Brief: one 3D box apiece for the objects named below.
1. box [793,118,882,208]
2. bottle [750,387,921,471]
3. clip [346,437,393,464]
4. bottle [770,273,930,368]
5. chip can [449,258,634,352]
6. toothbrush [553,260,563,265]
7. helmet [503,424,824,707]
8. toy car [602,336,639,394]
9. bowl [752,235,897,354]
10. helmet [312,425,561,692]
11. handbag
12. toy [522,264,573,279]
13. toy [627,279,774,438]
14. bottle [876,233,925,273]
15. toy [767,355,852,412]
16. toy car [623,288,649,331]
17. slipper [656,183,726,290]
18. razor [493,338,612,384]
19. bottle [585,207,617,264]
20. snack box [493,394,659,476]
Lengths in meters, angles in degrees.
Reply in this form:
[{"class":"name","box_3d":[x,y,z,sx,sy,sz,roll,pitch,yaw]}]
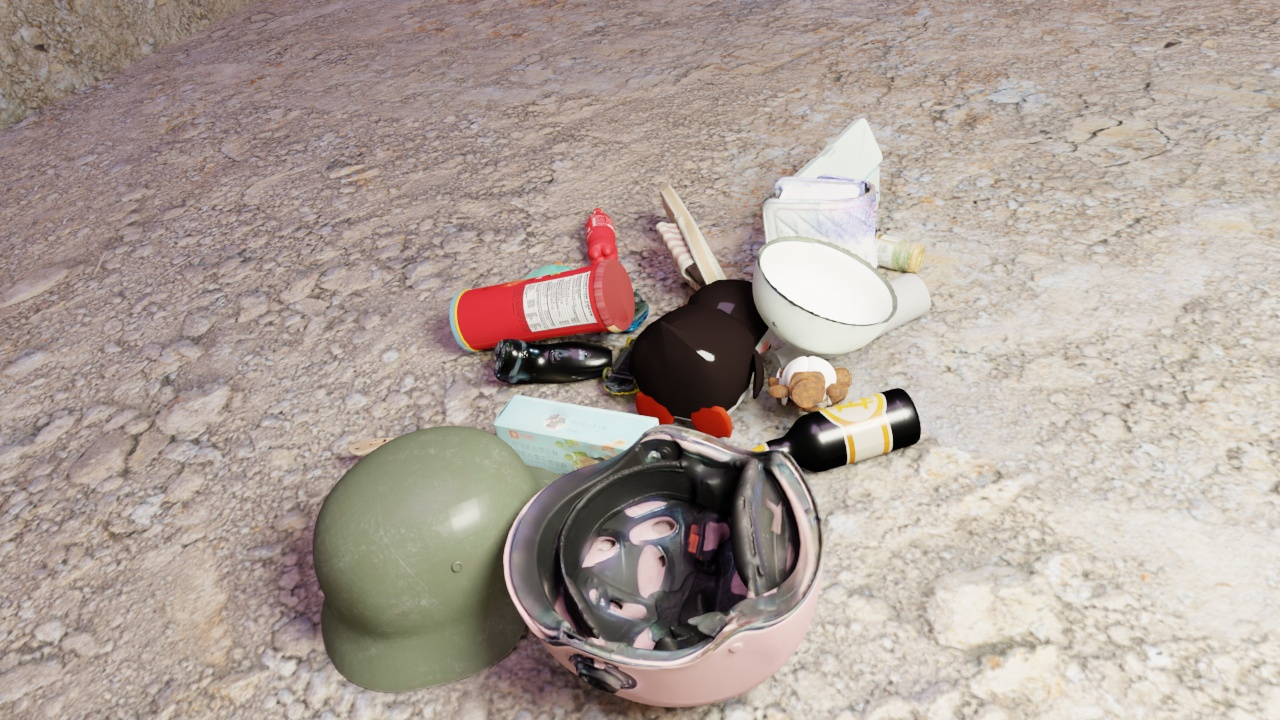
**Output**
[{"class":"box","box_3d":[0.257,-0.213,1.185,0.044,0.136,0.196,9,42,44]},{"class":"bottle","box_3d":[0.180,0.079,0.905,0.181,0.059,0.059,-16,38,-4]},{"class":"clip","box_3d":[-0.298,0.099,1.029,0.026,0.061,0.049,33,83,42]},{"class":"bottle","box_3d":[0.235,-0.038,1.042,0.195,0.052,0.052,-25,40,-15]},{"class":"chip can","box_3d":[-0.120,-0.063,1.112,0.214,0.087,0.086,-8,37,25]},{"class":"toothbrush","box_3d":[-0.111,-0.098,1.243,0.021,0.017,0.134,-8,36,-1]},{"class":"helmet","box_3d":[0.023,0.176,0.751,0.256,0.153,0.229,-4,42,13]},{"class":"toy car","box_3d":[-0.006,0.006,1.070,0.049,0.030,0.106,12,42,26]},{"class":"bowl","box_3d":[0.185,-0.060,0.967,0.153,0.073,0.153,11,39,-9]},{"class":"helmet","box_3d":[-0.189,0.149,0.840,0.267,0.154,0.227,-25,40,-16]},{"class":"handbag","box_3d":[0.218,-0.136,1.084,0.127,0.159,0.069,6,39,24]},{"class":"toy","box_3d":[-0.135,-0.084,1.207,0.085,0.033,0.105,4,55,35]},{"class":"toy","box_3d":[0.078,-0.030,1.000,0.159,0.140,0.183,10,42,33]},{"class":"bottle","box_3d":[0.302,-0.141,1.161,0.111,0.043,0.043,20,48,33]},{"class":"toy","box_3d":[0.172,0.026,0.940,0.087,0.067,0.112,-2,14,13]},{"class":"toy car","box_3d":[-0.044,-0.069,1.162,0.120,0.044,0.056,19,48,30]},{"class":"slipper","box_3d":[0.061,-0.143,1.181,0.052,0.115,0.262,-30,37,8]},{"class":"razor","box_3d":[-0.103,-0.002,1.079,0.140,0.064,0.053,-2,68,4]},{"class":"bottle","box_3d":[-0.057,-0.178,1.303,0.042,0.042,0.141,-11,38,2]},{"class":"snack box","box_3d":[-0.061,0.089,0.946,0.175,0.075,0.053,8,42,23]}]
